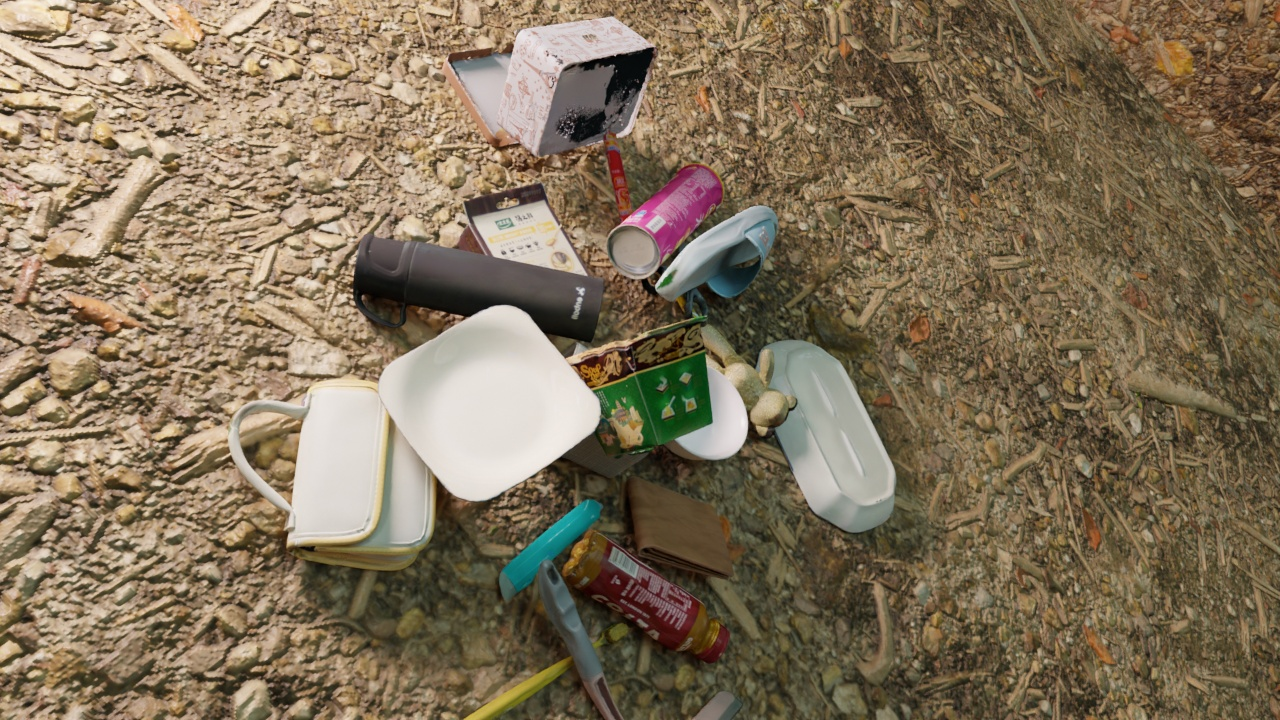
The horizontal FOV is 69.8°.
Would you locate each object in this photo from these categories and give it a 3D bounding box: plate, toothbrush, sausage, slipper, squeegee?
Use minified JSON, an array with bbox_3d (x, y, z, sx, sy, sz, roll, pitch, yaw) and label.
[{"bbox_3d":[0.242,0.085,1.158,0.161,0.034,0.265,-9,69,-37],"label":"plate"},{"bbox_3d":[-0.137,0.041,0.836,0.163,0.034,0.164,-32,72,-25],"label":"plate"},{"bbox_3d":[0.060,-0.058,1.135,0.191,0.016,0.018,53,31,5],"label":"toothbrush"},{"bbox_3d":[-0.024,-0.210,1.131,0.020,0.020,0.156,-19,101,-39],"label":"sausage"},{"bbox_3d":[-0.083,0.287,0.836,0.189,0.017,0.015,-21,77,-40],"label":"toothbrush"},{"bbox_3d":[0.108,-0.121,1.121,0.074,0.104,0.244,48,40,8],"label":"slipper"},{"bbox_3d":[-0.037,0.291,0.836,0.246,0.040,0.249,-33,98,-44],"label":"squeegee"}]

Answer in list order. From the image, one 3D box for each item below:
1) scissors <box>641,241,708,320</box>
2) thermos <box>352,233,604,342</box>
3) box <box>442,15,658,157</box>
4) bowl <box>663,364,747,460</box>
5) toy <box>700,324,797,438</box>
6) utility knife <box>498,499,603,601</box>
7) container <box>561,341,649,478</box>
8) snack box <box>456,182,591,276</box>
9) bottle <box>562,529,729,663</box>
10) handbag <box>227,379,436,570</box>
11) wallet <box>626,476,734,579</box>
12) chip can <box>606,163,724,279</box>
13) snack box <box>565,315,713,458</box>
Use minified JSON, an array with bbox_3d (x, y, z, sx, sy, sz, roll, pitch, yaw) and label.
[{"bbox_3d":[0.052,-0.110,1.151,0.159,0.014,0.175,0,57,-45],"label":"scissors"},{"bbox_3d":[-0.164,-0.063,0.931,0.242,0.068,0.090,10,96,-8],"label":"thermos"},{"bbox_3d":[-0.116,-0.356,1.126,0.193,0.157,0.182,43,44,19],"label":"box"},{"bbox_3d":[0.054,0.067,1.025,0.118,0.065,0.118,16,56,-24],"label":"bowl"},{"bbox_3d":[0.114,0.022,1.101,0.157,0.066,0.105,43,81,1],"label":"toy"},{"bbox_3d":[-0.087,0.181,0.901,0.029,0.013,0.156,53,46,1],"label":"utility knife"},{"bbox_3d":[-0.048,0.056,0.950,0.114,0.090,0.090,30,51,-19],"label":"container"},{"bbox_3d":[-0.133,-0.124,1.024,0.113,0.053,0.125,-23,77,-39],"label":"snack box"},{"bbox_3d":[0.009,0.235,0.900,0.175,0.058,0.057,36,49,-10],"label":"bottle"},{"bbox_3d":[-0.269,0.092,0.806,0.178,0.063,0.163,11,56,-24],"label":"handbag"},{"bbox_3d":[0.041,0.176,0.961,0.115,0.020,0.101,23,31,-24],"label":"wallet"},{"bbox_3d":[0.034,-0.175,1.133,0.071,0.072,0.209,44,41,-3],"label":"chip can"},{"bbox_3d":[0.005,0.028,0.881,0.117,0.118,0.105,-18,91,-43],"label":"snack box"}]
